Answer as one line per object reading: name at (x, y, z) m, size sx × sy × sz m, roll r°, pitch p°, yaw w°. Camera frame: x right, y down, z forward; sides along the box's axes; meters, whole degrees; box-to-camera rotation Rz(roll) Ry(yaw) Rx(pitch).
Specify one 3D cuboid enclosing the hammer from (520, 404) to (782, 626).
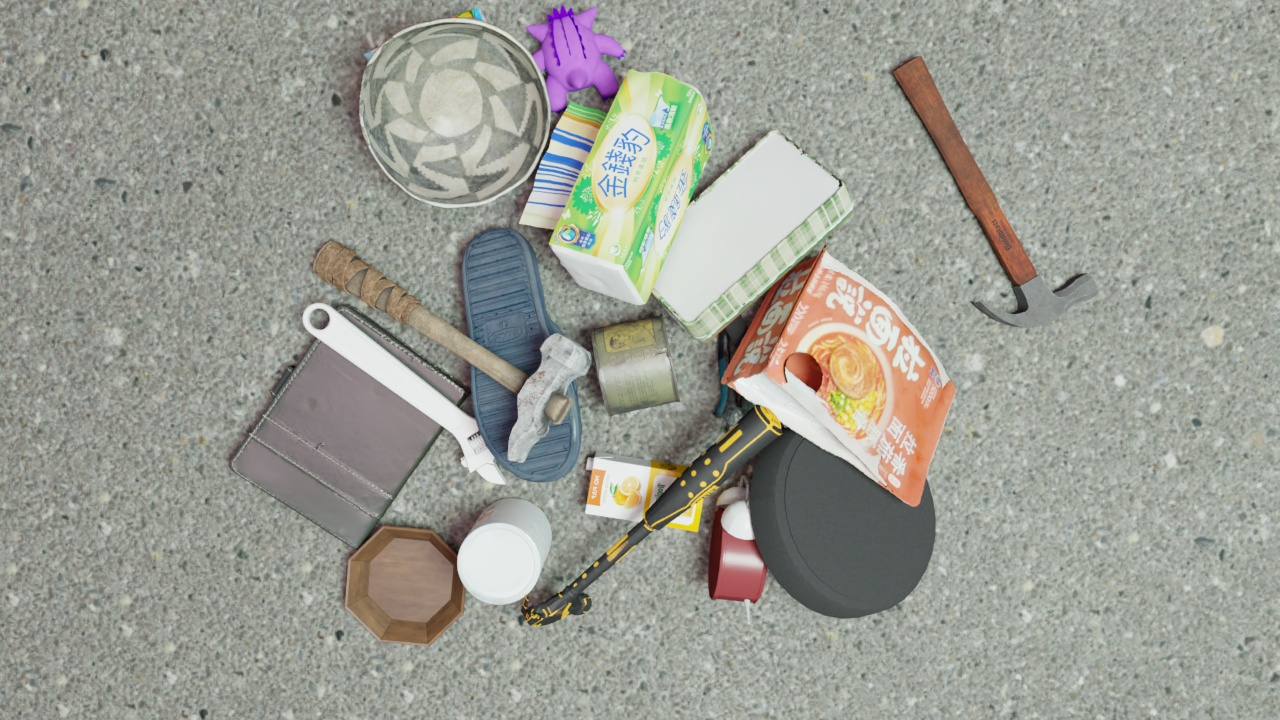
hammer at (0.008, 0.155, 0.877) m, size 0.321 × 0.123 × 0.036 m, roll -44°, pitch 64°, yaw 17°

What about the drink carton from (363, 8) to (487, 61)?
drink carton at (-0.210, -0.306, 0.912) m, size 0.129 × 0.038 × 0.044 m, roll -22°, pitch 94°, yaw 1°

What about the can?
can at (-0.005, 0.005, 0.911) m, size 0.074 × 0.090 × 0.090 m, roll -12°, pitch 94°, yaw 1°

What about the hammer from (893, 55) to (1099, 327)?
hammer at (0.341, -0.169, 0.928) m, size 0.111 × 0.028 × 0.300 m, roll -30°, pitch 94°, yaw 1°

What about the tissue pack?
tissue pack at (-0.032, -0.171, 0.874) m, size 0.141 × 0.120 × 0.197 m, roll 20°, pitch 73°, yaw 18°

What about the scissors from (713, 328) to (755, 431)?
scissors at (0.106, 0.029, 0.947) m, size 0.126 × 0.019 × 0.144 m, roll 45°, pitch 93°, yaw -2°

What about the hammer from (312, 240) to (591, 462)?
hammer at (-0.197, -0.029, 0.884) m, size 0.319 × 0.049 × 0.121 m, roll 31°, pitch 90°, yaw 20°

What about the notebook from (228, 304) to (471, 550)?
notebook at (-0.302, 0.068, 0.949) m, size 0.169 × 0.029 × 0.209 m, roll 36°, pitch 90°, yaw -5°

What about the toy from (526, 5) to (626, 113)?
toy at (-0.068, -0.300, 0.904) m, size 0.106 × 0.056 × 0.088 m, roll -15°, pitch 92°, yaw 3°

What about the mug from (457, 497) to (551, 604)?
mug at (-0.134, 0.188, 0.918) m, size 0.082 × 0.105 × 0.082 m, roll 0°, pitch 94°, yaw 0°

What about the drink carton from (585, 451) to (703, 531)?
drink carton at (0.002, 0.134, 0.946) m, size 0.122 × 0.040 × 0.058 m, roll 9°, pitch 94°, yaw -1°

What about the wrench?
wrench at (-0.225, 0.032, 0.928) m, size 0.273 × 0.018 × 0.066 m, roll 38°, pitch 92°, yaw -6°

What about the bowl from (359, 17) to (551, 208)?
bowl at (-0.179, -0.244, 0.888) m, size 0.178 × 0.081 × 0.179 m, roll -7°, pitch 121°, yaw -12°

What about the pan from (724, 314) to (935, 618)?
pan at (0.167, 0.080, 0.901) m, size 0.203 × 0.044 × 0.355 m, roll -27°, pitch 87°, yaw -30°

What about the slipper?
slipper at (-0.118, -0.003, 0.922) m, size 0.101 × 0.082 × 0.263 m, roll -17°, pitch 75°, yaw 8°

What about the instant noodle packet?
instant noodle packet at (0.209, 0.020, 0.895) m, size 0.221 × 0.084 × 0.164 m, roll 39°, pitch 56°, yaw -12°

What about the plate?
plate at (-0.243, 0.234, 0.961) m, size 0.131 × 0.025 × 0.131 m, roll 0°, pitch 94°, yaw 0°

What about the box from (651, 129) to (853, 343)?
box at (0.097, -0.122, 0.899) m, size 0.205 × 0.050 × 0.117 m, roll -43°, pitch 55°, yaw 1°

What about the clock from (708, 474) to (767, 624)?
clock at (0.099, 0.185, 0.923) m, size 0.048 × 0.096 × 0.137 m, roll 7°, pitch 97°, yaw -1°
